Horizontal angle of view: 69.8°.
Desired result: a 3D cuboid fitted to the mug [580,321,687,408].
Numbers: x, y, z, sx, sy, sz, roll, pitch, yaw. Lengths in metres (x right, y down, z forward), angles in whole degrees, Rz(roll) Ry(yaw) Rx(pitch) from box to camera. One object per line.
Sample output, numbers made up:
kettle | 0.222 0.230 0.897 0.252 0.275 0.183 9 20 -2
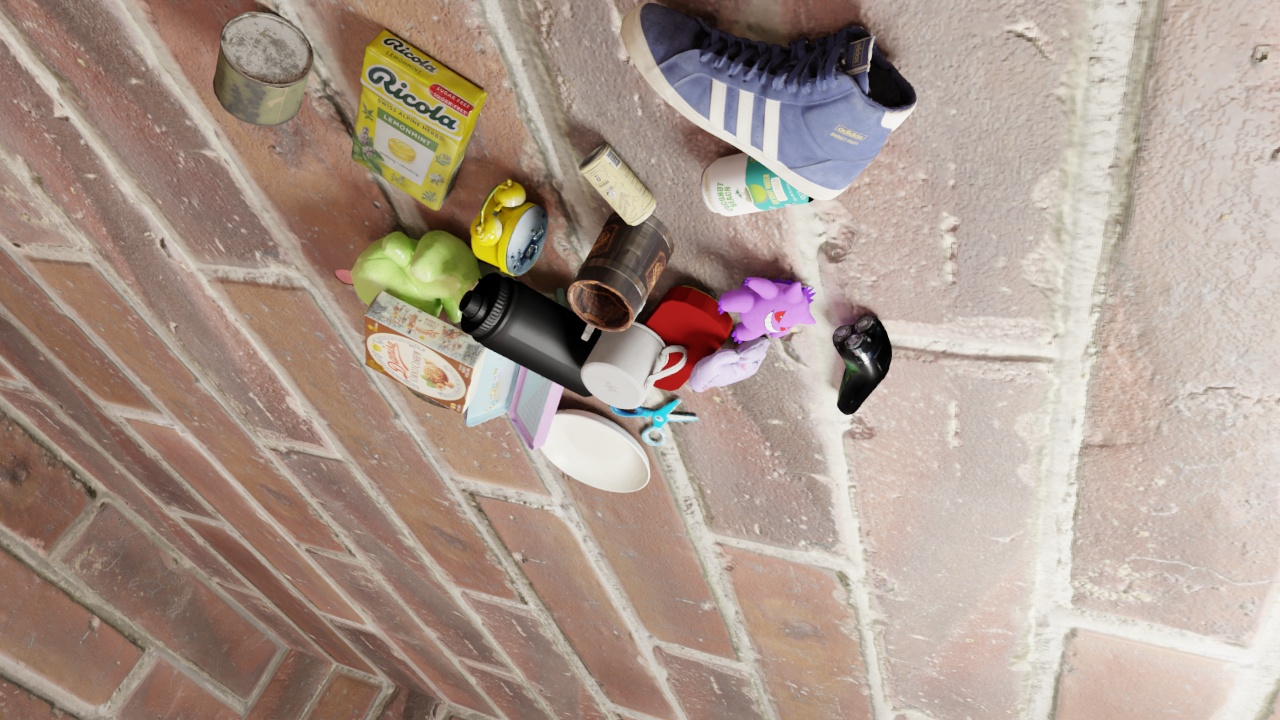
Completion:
mug | -0.006 0.006 1.040 0.113 0.070 0.084 7 141 30

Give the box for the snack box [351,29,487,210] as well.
snack box | -0.243 -0.244 0.971 0.121 0.045 0.181 32 145 -6

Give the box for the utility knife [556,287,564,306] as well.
utility knife | -0.099 -0.038 1.167 0.022 0.015 0.167 21 146 8

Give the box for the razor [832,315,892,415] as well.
razor | 0.231 0.010 0.989 0.067 0.053 0.152 29 153 16

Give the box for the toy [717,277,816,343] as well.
toy | 0.136 -0.058 0.955 0.088 0.055 0.106 1 148 27

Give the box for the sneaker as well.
sneaker | 0.106 -0.232 0.719 0.233 0.091 0.119 37 145 -11

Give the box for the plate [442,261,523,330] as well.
plate | -0.193 -0.060 1.203 0.178 0.012 0.179 18 144 13

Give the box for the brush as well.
brush | 0.042 -0.029 1.063 0.082 0.041 0.174 32 145 -6

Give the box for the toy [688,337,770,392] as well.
toy | 0.103 0.004 1.028 0.036 0.099 0.080 59 152 20

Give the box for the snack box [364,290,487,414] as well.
snack box | -0.271 -0.007 1.143 0.147 0.041 0.143 27 150 -3

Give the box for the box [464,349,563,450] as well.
box | -0.174 0.052 1.235 0.090 0.091 0.215 56 150 21

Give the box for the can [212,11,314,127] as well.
can | -0.394 -0.302 0.958 0.090 0.089 0.075 35 145 -12

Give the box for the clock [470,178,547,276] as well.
clock | -0.145 -0.145 1.000 0.057 0.083 0.119 23 160 17

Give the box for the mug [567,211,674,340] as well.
mug | -0.026 -0.085 0.978 0.080 0.107 0.116 28 145 -1

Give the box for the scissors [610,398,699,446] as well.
scissors | 0.014 0.071 1.237 0.118 0.013 0.140 34 147 -7

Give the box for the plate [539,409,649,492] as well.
plate | -0.066 0.126 1.339 0.182 0.034 0.183 18 144 13

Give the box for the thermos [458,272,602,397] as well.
thermos | -0.126 -0.034 1.080 0.198 0.086 0.086 29 149 -34

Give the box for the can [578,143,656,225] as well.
can | -0.022 -0.175 0.920 0.038 0.038 0.079 -17 126 45

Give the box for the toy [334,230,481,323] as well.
toy | -0.275 -0.104 1.133 0.197 0.107 0.150 5 154 42

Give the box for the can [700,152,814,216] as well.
can | 0.109 -0.164 0.834 0.102 0.054 0.055 -3 135 36

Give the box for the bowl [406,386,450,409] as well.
bowl | -0.272 0.015 1.310 0.121 0.056 0.121 7 145 5
